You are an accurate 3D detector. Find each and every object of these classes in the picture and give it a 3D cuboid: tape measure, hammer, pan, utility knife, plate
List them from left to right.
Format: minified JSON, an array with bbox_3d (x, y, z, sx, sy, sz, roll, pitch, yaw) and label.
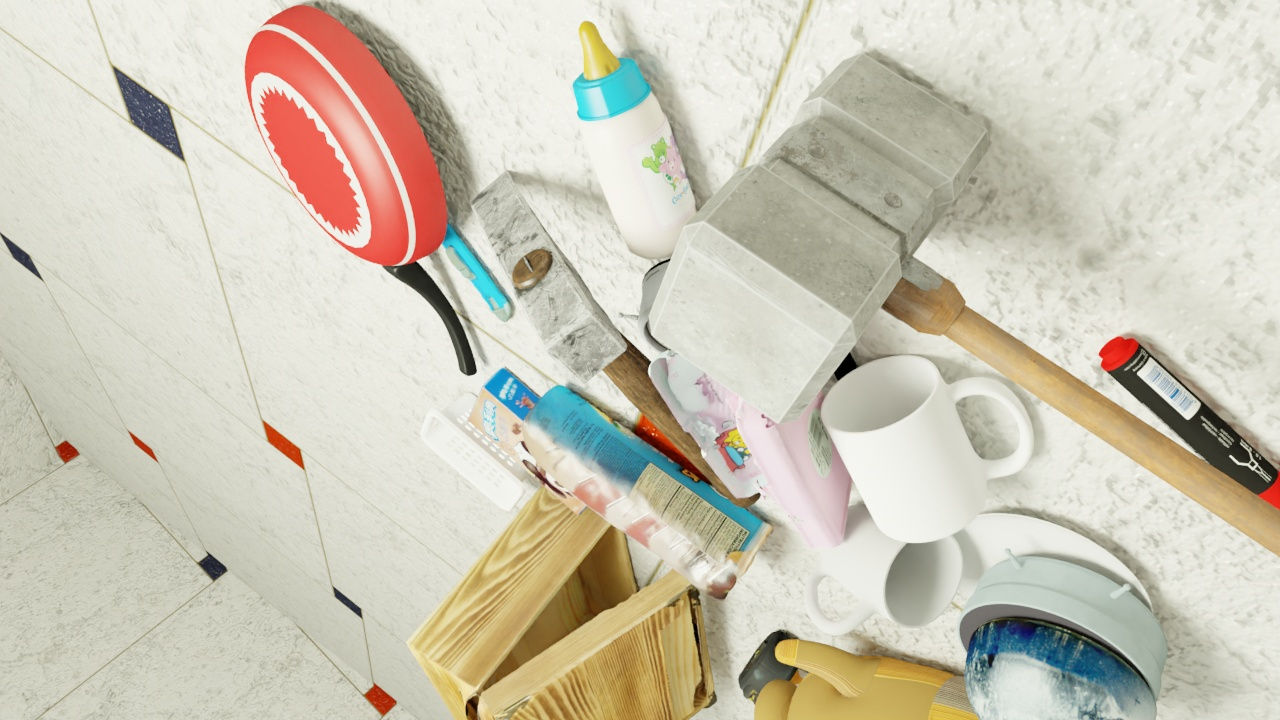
[{"bbox_3d":[-0.216,-0.111,0.764,0.209,0.067,0.357,24,141,40],"label":"pan"},{"bbox_3d":[-0.162,-0.101,0.775,0.031,0.015,0.173,-14,117,50],"label":"utility knife"},{"bbox_3d":[-0.004,0.004,0.681,0.300,0.037,0.217,47,-174,-40],"label":"hammer"},{"bbox_3d":[0.126,0.302,0.898,0.042,0.072,0.071,38,176,14],"label":"tape measure"},{"bbox_3d":[0.179,0.007,0.412,0.318,0.162,0.083,35,147,9],"label":"hammer"},{"bbox_3d":[0.273,0.148,0.621,0.134,0.011,0.135,27,145,21],"label":"plate"}]

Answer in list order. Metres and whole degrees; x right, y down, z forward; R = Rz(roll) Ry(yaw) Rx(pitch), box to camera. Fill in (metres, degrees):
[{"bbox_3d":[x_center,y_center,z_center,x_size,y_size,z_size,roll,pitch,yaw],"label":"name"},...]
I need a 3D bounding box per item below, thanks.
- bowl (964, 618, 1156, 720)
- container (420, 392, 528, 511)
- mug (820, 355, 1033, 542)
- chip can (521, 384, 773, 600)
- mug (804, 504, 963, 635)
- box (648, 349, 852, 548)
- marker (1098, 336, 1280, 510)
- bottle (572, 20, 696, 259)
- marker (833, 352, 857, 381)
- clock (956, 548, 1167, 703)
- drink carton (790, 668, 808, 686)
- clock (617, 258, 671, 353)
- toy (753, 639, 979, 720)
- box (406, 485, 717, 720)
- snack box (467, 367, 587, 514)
[{"bbox_3d":[0.254,0.222,0.576,0.114,0.060,0.115,26,142,22],"label":"bowl"},{"bbox_3d":[-0.165,0.092,0.969,0.129,0.049,0.081,40,147,2],"label":"container"},{"bbox_3d":[0.179,0.049,0.558,0.111,0.073,0.090,-19,118,25],"label":"mug"},{"bbox_3d":[-0.001,0.113,0.801,0.229,0.079,0.080,34,147,13],"label":"chip can"},{"bbox_3d":[0.157,0.150,0.653,0.071,0.107,0.089,61,163,-23],"label":"mug"},{"bbox_3d":[0.074,0.049,0.601,0.095,0.087,0.202,4,151,27],"label":"box"},{"bbox_3d":[0.293,0.040,0.466,0.145,0.021,0.024,42,125,-1],"label":"marker"},{"bbox_3d":[-0.007,-0.131,0.545,0.051,0.051,0.146,10,136,39],"label":"bottle"},{"bbox_3d":[0.147,0.034,0.607,0.016,0.022,0.139,-12,121,36],"label":"marker"},{"bbox_3d":[0.281,0.195,0.614,0.123,0.045,0.159,13,139,36],"label":"clock"},{"bbox_3d":[0.200,0.360,0.917,0.123,0.041,0.058,13,138,35],"label":"drink carton"},{"bbox_3d":[0.055,-0.029,0.584,0.123,0.035,0.094,-4,152,30],"label":"clock"},{"bbox_3d":[0.214,0.324,0.766,0.204,0.162,0.198,-17,99,40],"label":"toy"},{"bbox_3d":[-0.070,0.329,0.957,0.215,0.256,0.280,25,144,28],"label":"box"},{"bbox_3d":[-0.097,0.081,0.902,0.151,0.034,0.087,41,148,2],"label":"snack box"}]
